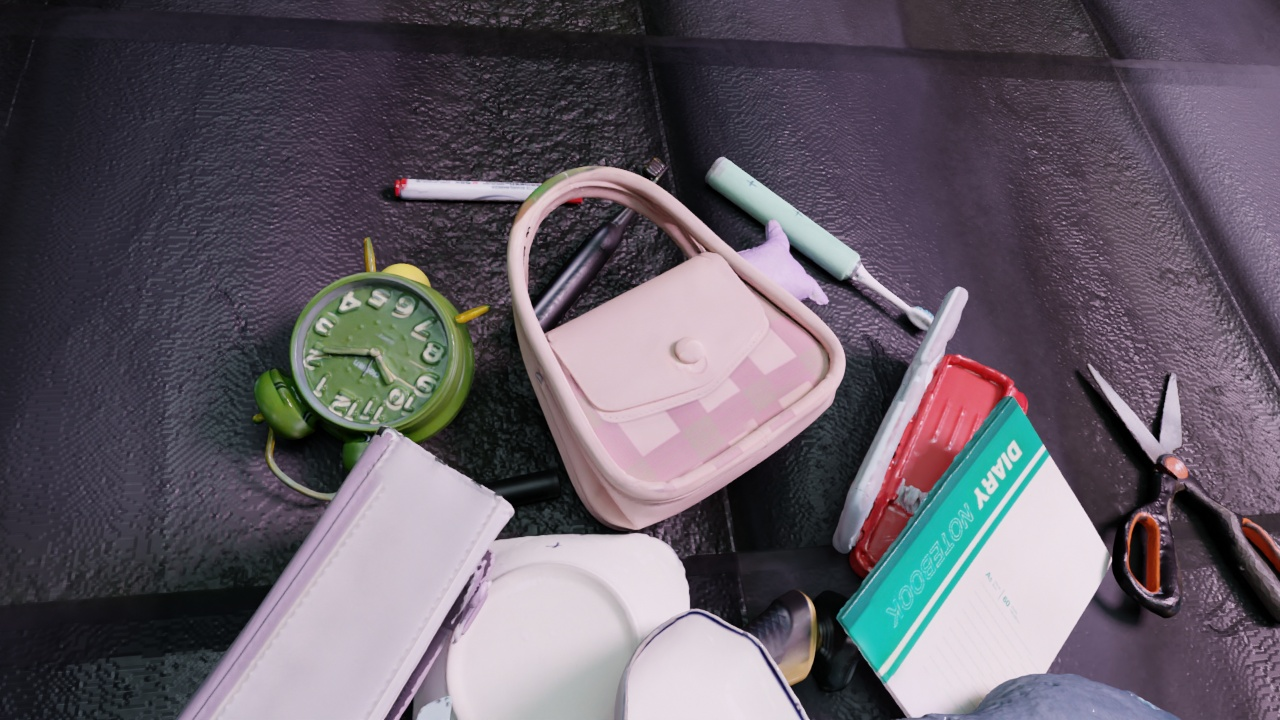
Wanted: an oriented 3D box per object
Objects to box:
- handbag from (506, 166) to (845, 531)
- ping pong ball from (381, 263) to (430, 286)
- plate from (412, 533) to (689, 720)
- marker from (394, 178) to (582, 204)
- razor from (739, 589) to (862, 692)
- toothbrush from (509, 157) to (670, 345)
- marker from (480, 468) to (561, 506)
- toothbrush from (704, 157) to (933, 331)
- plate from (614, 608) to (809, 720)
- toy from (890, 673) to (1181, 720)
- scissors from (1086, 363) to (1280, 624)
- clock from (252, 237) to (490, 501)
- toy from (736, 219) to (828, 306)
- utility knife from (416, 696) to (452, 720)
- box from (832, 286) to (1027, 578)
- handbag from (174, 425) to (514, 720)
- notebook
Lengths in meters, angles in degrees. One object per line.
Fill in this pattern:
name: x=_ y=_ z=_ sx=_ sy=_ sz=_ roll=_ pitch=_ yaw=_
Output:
handbag: x=0.005 y=-0.024 z=0.612 sx=0.192 sy=0.094 sz=0.234 roll=-29 pitch=82 yaw=-26
ping pong ball: x=-0.168 y=-0.048 z=0.647 sx=0.040 sy=0.040 sz=0.040 roll=5 pitch=59 yaw=-8
plate: x=-0.052 y=0.173 z=0.520 sx=0.164 sy=0.034 sz=0.163 roll=-5 pitch=60 yaw=4
marker: x=-0.118 y=-0.133 z=0.721 sx=0.145 sy=0.017 sz=0.017 roll=-1 pitch=60 yaw=-11
razor: x=0.061 y=0.189 z=0.552 sx=0.167 sy=0.062 sz=0.067 roll=-19 pitch=96 yaw=-15
toothbrush: x=-0.032 y=-0.089 z=0.707 sx=0.027 sy=0.026 sz=0.212 roll=36 pitch=59 yaw=-3
marker: x=-0.115 y=0.092 z=0.587 sx=0.132 sy=0.020 sz=0.022 roll=-11 pitch=54 yaw=-16
toothbrush: x=0.145 y=-0.093 z=0.743 sx=0.224 sy=0.027 sz=0.027 roll=39 pitch=38 yaw=12
plate: x=0.063 y=0.257 z=0.457 sx=0.265 sy=0.034 sz=0.161 roll=60 pitch=31 yaw=7
toy: x=0.263 y=0.246 z=0.514 sx=0.356 sy=0.092 sz=0.137 roll=26 pitch=37 yaw=-12
scissors: x=0.399 y=0.101 z=0.677 sx=0.230 sy=0.022 sz=0.221 roll=-35 pitch=73 yaw=-33
clock: x=-0.175 y=0.013 z=0.587 sx=0.116 sy=0.056 sz=0.161 roll=29 pitch=80 yaw=0
toy: x=0.080 y=-0.062 z=0.705 sx=0.108 sy=0.039 sz=0.083 roll=-21 pitch=67 yaw=-15
utility knife: x=-0.118 y=0.278 z=0.460 sx=0.034 sy=0.018 sz=0.209 roll=6 pitch=69 yaw=-2
box: x=0.206 y=0.057 z=0.625 sx=0.112 sy=0.100 sz=0.200 roll=30 pitch=59 yaw=8
handbag: x=-0.154 y=0.152 z=0.467 sx=0.098 sy=0.145 sz=0.196 roll=35 pitch=63 yaw=-7
notebook: x=0.222 y=0.144 z=0.588 sx=0.208 sy=0.012 sz=0.150 roll=-43 pitch=104 yaw=-27
